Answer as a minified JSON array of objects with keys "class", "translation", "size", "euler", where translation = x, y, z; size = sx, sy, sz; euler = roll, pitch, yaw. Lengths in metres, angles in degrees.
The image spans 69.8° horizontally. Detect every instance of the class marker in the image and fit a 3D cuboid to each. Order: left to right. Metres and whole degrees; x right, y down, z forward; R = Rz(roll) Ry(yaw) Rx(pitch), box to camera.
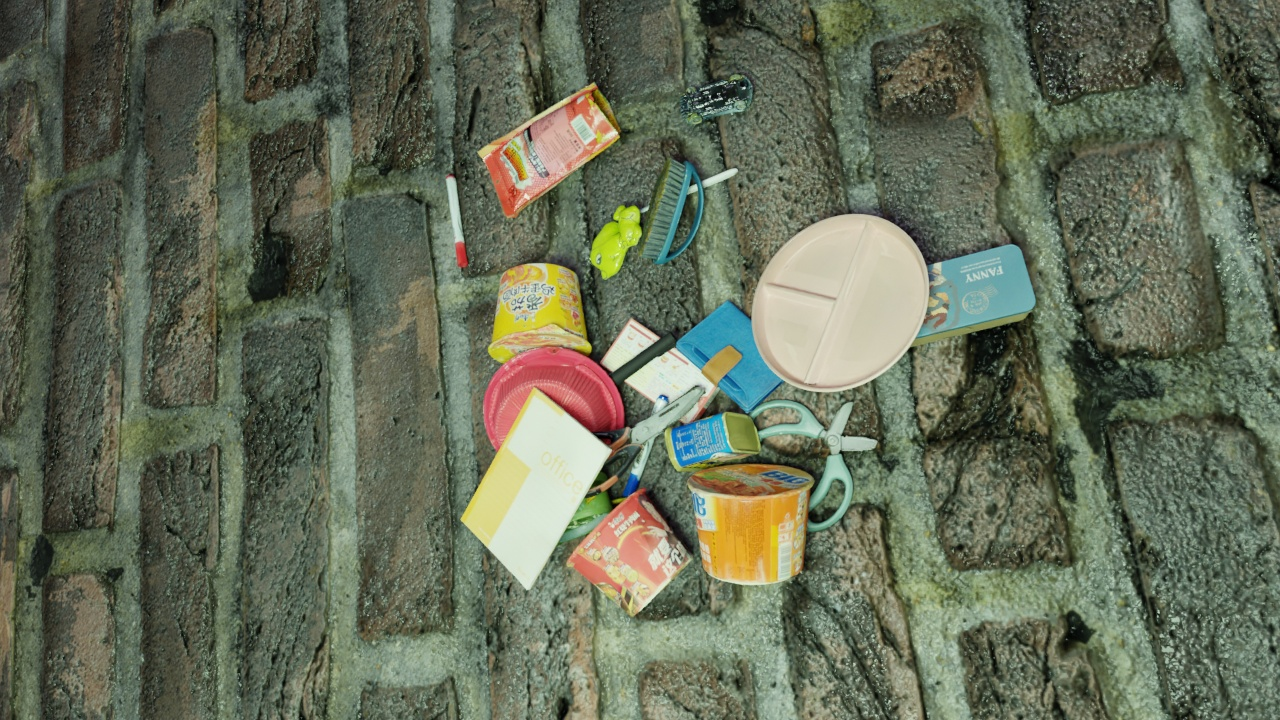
[{"class":"marker","translation":[-0.276,-0.210,1.378],"size":[0.017,0.017,0.145],"euler":[-14,76,15]},{"class":"marker","translation":[-0.007,0.007,1.219],"size":[0.132,0.020,0.022],"euler":[-35,60,12]},{"class":"marker","translation":[0.007,0.114,1.211],"size":[0.017,0.016,0.146],"euler":[23,100,20]}]

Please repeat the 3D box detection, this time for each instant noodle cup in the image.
[{"class":"instant noodle cup","translation":[-0.136,-0.062,1.250],"size":[0.138,0.138,0.109],"euler":[-8,70,16]},{"class":"instant noodle cup","translation":[-0.119,0.083,1.206],"size":[0.194,0.065,0.194],"euler":[2,107,5]},{"class":"instant noodle cup","translation":[-0.007,0.244,1.151],"size":[0.108,0.138,0.138],"euler":[44,95,12]},{"class":"instant noodle cup","translation":[0.133,0.196,1.101],"size":[0.151,0.151,0.111],"euler":[0,98,18]}]

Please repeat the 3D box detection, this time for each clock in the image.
[{"class":"clock","translation":[-0.104,0.201,1.193],"size":[0.161,0.116,0.056],"euler":[-28,67,16]}]

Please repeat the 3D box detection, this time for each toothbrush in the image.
[{"class":"toothbrush","translation":[0.052,-0.226,1.275],"size":[0.180,0.016,0.016],"euler":[-22,82,14]}]

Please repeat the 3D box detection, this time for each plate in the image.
[{"class":"plate","translation":[0.243,-0.069,1.126],"size":[0.230,0.028,0.229],"euler":[-14,65,32]}]

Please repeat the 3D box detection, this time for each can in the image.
[{"class":"can","translation":[0.092,0.101,1.147],"size":[0.083,0.102,0.057],"euler":[-20,74,27]}]

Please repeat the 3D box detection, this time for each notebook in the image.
[{"class":"notebook","translation":[-0.134,0.156,1.137],"size":[0.146,0.010,0.206],"euler":[37,103,32]}]

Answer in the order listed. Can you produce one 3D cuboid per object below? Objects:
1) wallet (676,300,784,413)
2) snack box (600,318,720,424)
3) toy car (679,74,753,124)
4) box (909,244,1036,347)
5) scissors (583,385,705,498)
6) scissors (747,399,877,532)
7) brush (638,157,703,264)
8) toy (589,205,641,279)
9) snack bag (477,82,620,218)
[{"class":"wallet","translation":[0.125,-0.007,1.186],"size":[0.106,0.040,0.133],"euler":[-39,69,-20]},{"class":"snack box","translation":[0.028,0.016,1.232],"size":[0.156,0.027,0.077],"euler":[35,93,21]},{"class":"toy car","translation":[0.107,-0.360,1.273],"size":[0.106,0.031,0.049],"euler":[-12,77,17]},{"class":"box","translation":[0.387,-0.076,1.114],"size":[0.184,0.063,0.089],"euler":[-17,75,16]},{"class":"scissors","translation":[-0.015,0.087,1.160],"size":[0.182,0.015,0.208],"euler":[11,59,16]},{"class":"scissors","translation":[0.205,0.127,1.160],"size":[0.175,0.019,0.170],"euler":[10,82,19]},{"class":"brush","translation":[0.047,-0.199,1.246],"size":[0.073,0.055,0.144],"euler":[16,100,-12]},{"class":"toy","translation":[-0.034,-0.166,1.273],"size":[0.100,0.031,0.096],"euler":[-25,61,40]},{"class":"snack bag","translation":[-0.133,-0.307,1.328],"size":[0.208,0.073,0.128],"euler":[-31,68,16]}]
